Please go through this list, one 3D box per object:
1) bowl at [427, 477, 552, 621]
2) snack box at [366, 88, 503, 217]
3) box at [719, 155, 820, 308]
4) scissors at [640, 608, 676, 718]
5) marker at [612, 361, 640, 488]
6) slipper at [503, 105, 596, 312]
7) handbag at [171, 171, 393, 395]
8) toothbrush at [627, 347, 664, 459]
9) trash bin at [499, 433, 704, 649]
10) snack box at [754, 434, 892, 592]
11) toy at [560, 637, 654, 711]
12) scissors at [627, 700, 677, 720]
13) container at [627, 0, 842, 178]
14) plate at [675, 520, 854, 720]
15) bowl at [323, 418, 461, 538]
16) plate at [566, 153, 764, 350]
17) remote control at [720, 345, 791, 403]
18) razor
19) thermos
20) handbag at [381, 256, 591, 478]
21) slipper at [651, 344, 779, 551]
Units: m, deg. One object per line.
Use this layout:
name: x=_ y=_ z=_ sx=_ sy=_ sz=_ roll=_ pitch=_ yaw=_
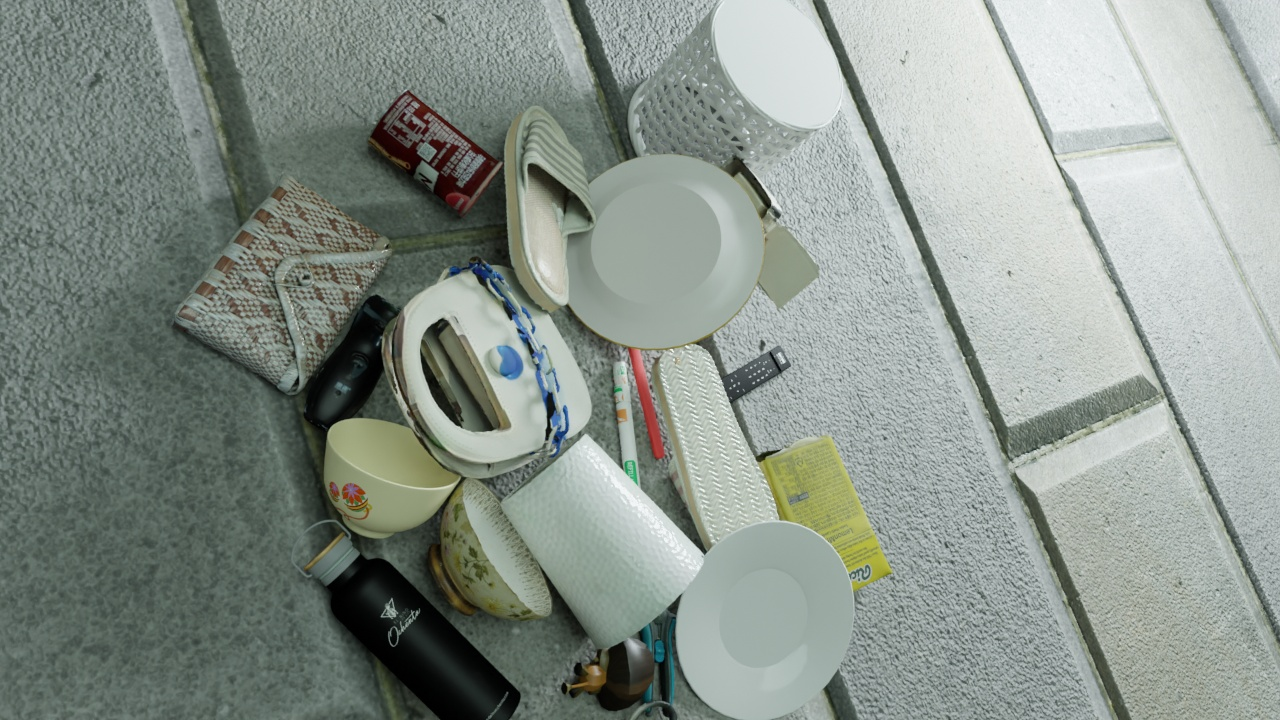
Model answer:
bowl: x=-0.142 y=0.180 z=0.815 sx=0.063 sy=0.145 sz=0.145 roll=-33 pitch=90 yaw=2
snack box: x=-0.210 y=-0.211 z=0.940 sx=0.121 sy=0.072 sz=0.072 roll=37 pitch=57 yaw=-13
box: x=0.119 y=-0.113 z=1.044 sx=0.098 sy=0.144 sz=0.184 roll=24 pitch=31 yaw=-51
scissors: x=0.022 y=0.280 z=0.921 sx=0.139 sy=0.019 sz=0.135 roll=47 pitch=54 yaw=-6
marker: x=-0.015 y=0.072 z=0.979 sx=0.017 sy=0.017 sz=0.145 roll=3 pitch=70 yaw=-30
slipper: x=-0.094 y=-0.167 z=0.955 sx=0.114 sy=0.054 sz=0.272 roll=42 pitch=35 yaw=-40
handbag: x=-0.318 y=-0.074 z=0.837 sx=0.124 sy=0.047 sz=0.185 roll=33 pitch=58 yaw=-15
toothbrush: x=-0.006 y=0.006 z=1.015 sx=0.012 sy=0.018 sz=0.212 roll=-8 pitch=79 yaw=-33
trash bin: x=-0.041 y=0.163 z=0.861 sx=0.161 sy=0.134 sz=0.133 roll=51 pitch=55 yaw=-1
snack box: x=0.201 y=0.181 z=1.051 sx=0.121 sy=0.045 sz=0.181 roll=-14 pitch=77 yaw=-34
toy: x=-0.033 y=0.296 z=0.858 sx=0.100 sy=0.063 sz=0.076 roll=5 pitch=106 yaw=-39
scissors: x=-0.022 y=0.381 z=0.851 sx=0.171 sy=0.013 sz=0.157 roll=48 pitch=63 yaw=-12
container: x=0.110 y=-0.309 z=1.096 sx=0.189 sy=0.187 sz=0.189 roll=11 pitch=66 yaw=-27
plate: x=0.130 y=0.269 z=0.956 sx=0.208 sy=0.015 sz=0.208 roll=-1 pitch=93 yaw=-21
bowl: x=-0.224 y=0.111 z=0.798 sx=0.118 sy=0.118 sz=0.074 roll=18 pitch=105 yaw=-24
plate: x=0.018 y=-0.123 z=0.988 sx=0.230 sy=0.021 sz=0.229 roll=-3 pitch=73 yaw=9
remote control: x=0.127 y=0.021 z=1.089 sx=0.139 sy=0.009 sz=0.030 roll=-28 pitch=87 yaw=-35
razor: x=-0.255 y=0.001 z=0.834 sx=0.053 sy=0.064 sz=0.140 roll=33 pitch=55 yaw=-14
thermos: x=-0.203 y=0.227 z=0.780 sx=0.231 sy=0.061 sz=0.061 roll=47 pitch=55 yaw=-7
handbag: x=-0.141 y=0.008 z=0.840 sx=0.200 sy=0.093 sz=0.199 roll=60 pitch=30 yaw=0
slipper: x=0.078 y=0.111 z=1.000 sx=0.114 sy=0.052 sz=0.263 roll=-17 pitch=85 yaw=-36
